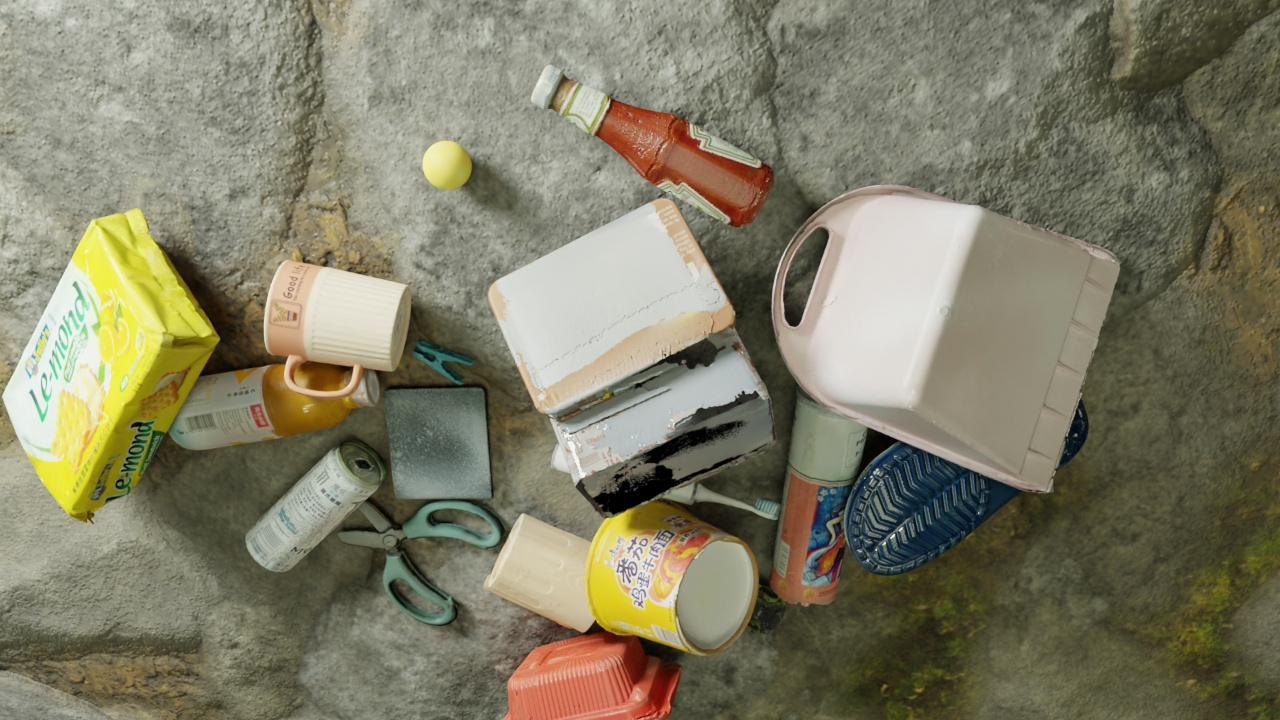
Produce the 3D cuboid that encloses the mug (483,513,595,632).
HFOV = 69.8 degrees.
[{"bbox_3d":[-0.094,0.218,0.915,0.103,0.084,0.125,27,137,-8],"label":"mug"}]

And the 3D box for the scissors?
[{"bbox_3d":[-0.221,0.208,0.939,0.170,0.019,0.181,0,114,0],"label":"scissors"}]

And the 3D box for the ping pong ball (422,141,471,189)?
[{"bbox_3d":[-0.162,-0.163,0.769,0.040,0.040,0.040,0,113,1],"label":"ping pong ball"}]

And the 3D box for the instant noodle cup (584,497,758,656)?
[{"bbox_3d":[0.034,0.202,0.847,0.137,0.110,0.138,-6,99,-41],"label":"instant noodle cup"}]

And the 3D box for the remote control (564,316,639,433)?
[{"bbox_3d":[-0.031,0.018,0.854,0.056,0.019,0.135,13,112,-5],"label":"remote control"}]

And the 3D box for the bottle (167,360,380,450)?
[{"bbox_3d":[-0.336,0.038,0.842,0.189,0.068,0.068,-9,112,5],"label":"bottle"}]

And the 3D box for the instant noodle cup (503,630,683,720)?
[{"bbox_3d":[-0.057,0.329,0.922,0.189,0.164,0.079,-15,88,7],"label":"instant noodle cup"}]

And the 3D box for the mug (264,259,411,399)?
[{"bbox_3d":[-0.264,-0.023,0.798,0.106,0.082,0.114,10,77,-5],"label":"mug"}]

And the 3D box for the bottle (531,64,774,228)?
[{"bbox_3d":[0.009,-0.178,0.751,0.206,0.059,0.060,26,111,-9],"label":"bottle"}]

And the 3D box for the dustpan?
[{"bbox_3d":[0.258,-0.034,0.793,0.273,0.139,0.222,23,86,-33],"label":"dustpan"}]

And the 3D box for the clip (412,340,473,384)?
[{"bbox_3d":[-0.185,0.000,0.853,0.055,0.013,0.039,26,110,-9],"label":"clip"}]

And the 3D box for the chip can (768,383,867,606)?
[{"bbox_3d":[0.168,0.126,0.868,0.071,0.071,0.215,4,113,-1],"label":"chip can"}]

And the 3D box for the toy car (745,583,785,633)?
[{"bbox_3d":[0.097,0.237,0.938,0.105,0.032,0.048,26,111,3],"label":"toy car"}]

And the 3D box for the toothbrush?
[{"bbox_3d":[0.024,0.118,0.873,0.221,0.026,0.026,14,102,5],"label":"toothbrush"}]

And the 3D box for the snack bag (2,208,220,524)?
[{"bbox_3d":[-0.463,0.010,0.803,0.158,0.068,0.247,48,111,23],"label":"snack bag"}]

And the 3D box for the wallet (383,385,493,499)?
[{"bbox_3d":[-0.193,0.080,0.886,0.097,0.019,0.121,-1,111,-1],"label":"wallet"}]

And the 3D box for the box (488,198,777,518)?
[{"bbox_3d":[-0.001,0.009,0.800,0.181,0.158,0.208,-27,70,1],"label":"box"}]

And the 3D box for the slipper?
[{"bbox_3d":[0.288,0.095,0.847,0.252,0.095,0.105,-31,94,-4],"label":"slipper"}]

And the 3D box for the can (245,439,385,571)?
[{"bbox_3d":[-0.316,0.142,0.891,0.147,0.058,0.058,-41,106,16],"label":"can"}]
